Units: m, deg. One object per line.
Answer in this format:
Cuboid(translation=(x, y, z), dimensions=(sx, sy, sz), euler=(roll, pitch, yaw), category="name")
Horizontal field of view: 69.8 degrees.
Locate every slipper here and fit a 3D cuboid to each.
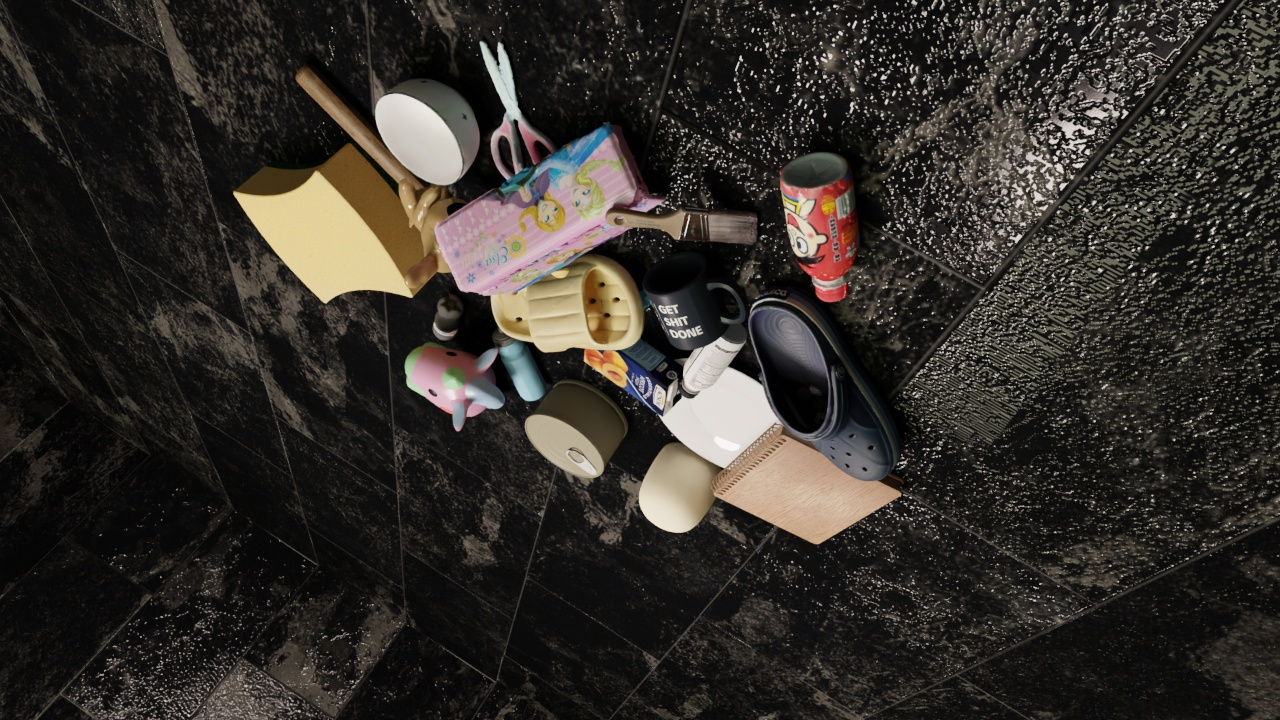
Cuboid(translation=(0.180, 0.038, 0.959), dimensions=(0.105, 0.095, 0.253), euler=(-9, 124, 44), category="slipper")
Cuboid(translation=(-0.108, -0.064, 1.073), dimensions=(0.262, 0.079, 0.111), euler=(3, 103, 46), category="slipper")

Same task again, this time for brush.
Cuboid(translation=(-0.398, -0.177, 1.214), dimensions=(0.251, 0.075, 0.195), euler=(1, 134, 41), category="brush")
Cuboid(translation=(0.041, -0.131, 0.874), dimensions=(0.151, 0.012, 0.039), euler=(3, 138, -8), category="brush")

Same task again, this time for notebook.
Cuboid(translation=(0.195, 0.155, 1.131), dimensions=(0.169, 0.022, 0.211), euler=(26, 148, -6), category="notebook")

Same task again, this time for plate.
Cuboid(translation=(0.107, 0.069, 1.131), dimensions=(0.209, 0.015, 0.209), euler=(24, 146, 17), category="plate")

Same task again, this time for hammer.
Cuboid(translation=(-0.283, -0.222, 1.095), dimensions=(0.322, 0.040, 0.130), euler=(46, 150, -15), category="hammer")

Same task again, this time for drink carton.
Cuboid(translation=(-0.007, 0.006, 1.108), dimensions=(0.130, 0.040, 0.064), euler=(35, 146, 20), category="drink carton")

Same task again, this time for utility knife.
Cuboid(translation=(-0.003, -0.069, 1.057), dimensions=(0.022, 0.015, 0.124), euler=(48, 148, -13), category="utility knife")

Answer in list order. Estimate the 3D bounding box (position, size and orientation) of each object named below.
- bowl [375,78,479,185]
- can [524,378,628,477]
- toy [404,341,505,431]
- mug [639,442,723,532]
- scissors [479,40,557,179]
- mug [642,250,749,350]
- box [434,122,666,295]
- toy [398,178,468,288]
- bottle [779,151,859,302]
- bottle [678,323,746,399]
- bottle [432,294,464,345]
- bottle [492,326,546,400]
Cuboid(translation=(-0.216, -0.249, 0.972), dimensions=(0.113, 0.063, 0.114), euler=(24, 146, 17), category="bowl")
Cuboid(translation=(-0.089, 0.095, 1.285), dimensions=(0.128, 0.073, 0.128), euler=(24, 146, 17), category="can")
Cuboid(translation=(-0.247, 0.036, 1.304), dimensions=(0.171, 0.120, 0.222), euler=(21, 172, 29), category="toy")
Cuboid(translation=(0.052, 0.187, 1.252), dimensions=(0.096, 0.099, 0.120), euler=(14, 142, 30), category="mug")
Cuboid(translation=(-0.142, -0.252, 0.948), dimensions=(0.105, 0.016, 0.179), euler=(8, 139, 36), category="scissors")
Cuboid(translation=(0.063, -0.062, 0.953), dimensions=(0.105, 0.071, 0.077), euler=(3, 136, 35), category="mug")
Cuboid(translation=(-0.088, -0.150, 0.948), dimensions=(0.231, 0.105, 0.086), euler=(-25, 86, 25), category="box")
Cuboid(translation=(-0.223, -0.150, 1.026), dimensions=(0.108, 0.133, 0.106), euler=(55, 140, 18), category="toy")
Cuboid(translation=(0.162, -0.112, 0.810), dimensions=(0.062, 0.061, 0.138), euler=(12, 140, 31), category="bottle")
Cuboid(translation=(0.076, 0.002, 1.027), dimensions=(0.041, 0.041, 0.116), euler=(34, 134, 2), category="bottle")
Cuboid(translation=(-0.273, -0.054, 1.295), dimensions=(0.036, 0.036, 0.110), euler=(35, 147, 1), category="bottle")
Cuboid(translation=(-0.169, 0.000, 1.267), dimensions=(0.040, 0.040, 0.130), euler=(11, 140, 32), category="bottle")
